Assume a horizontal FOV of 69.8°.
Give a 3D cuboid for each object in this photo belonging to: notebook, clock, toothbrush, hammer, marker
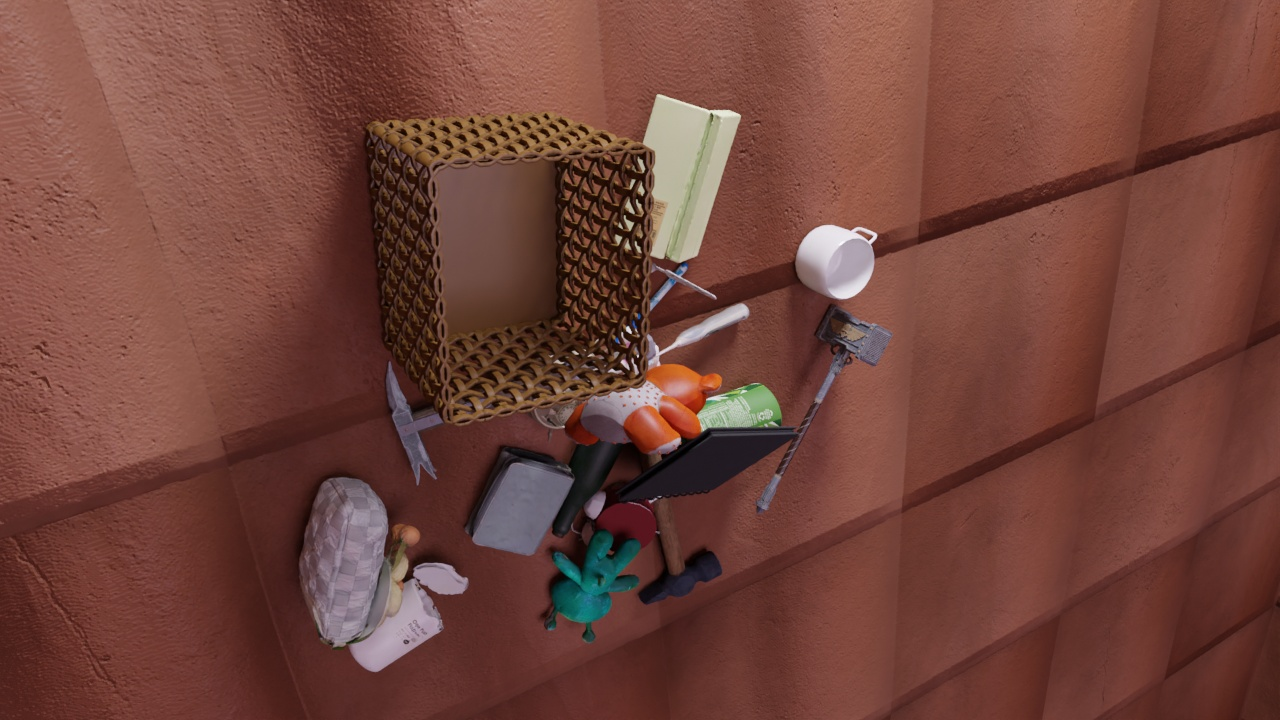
[{"bbox_3d":[0.089,0.135,1.197,0.170,0.019,0.231,-38,157,28],"label":"notebook"},{"bbox_3d":[-0.032,0.215,1.246,0.124,0.044,0.087,2,115,-6],"label":"clock"},{"bbox_3d":[0.072,-0.034,1.201,0.185,0.022,0.024,-27,93,-34],"label":"toothbrush"},{"bbox_3d":[0.246,0.082,1.334,0.044,0.098,0.322,21,99,-37],"label":"hammer"},{"bbox_3d":[0.014,-0.070,1.175,0.142,0.013,0.013,-49,127,-3],"label":"marker"},{"bbox_3d":[0.030,0.211,1.302,0.129,0.040,0.322,-23,121,-17],"label":"hammer"},{"bbox_3d":[-0.132,0.026,1.070,0.316,0.028,0.147,-18,110,-7],"label":"hammer"},{"bbox_3d":[0.040,-0.094,1.074,0.010,0.181,0.010,-30,119,-14],"label":"toothbrush"},{"bbox_3d":[-0.089,0.027,1.131,0.141,0.054,0.093,-46,126,-3],"label":"clock"}]

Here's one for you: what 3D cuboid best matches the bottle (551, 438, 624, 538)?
[{"bbox_3d":[-0.073,0.154,1.199,0.055,0.055,0.174,18,103,-36],"label":"bottle"}]

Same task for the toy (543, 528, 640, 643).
[{"bbox_3d":[-0.067,0.306,1.245,0.130,0.072,0.194,20,121,-14],"label":"toy"}]

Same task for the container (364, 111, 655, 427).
[{"bbox_3d":[-0.137,-0.107,0.938,0.219,0.214,0.252,-11,117,-27],"label":"container"}]

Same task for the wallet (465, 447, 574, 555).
[{"bbox_3d":[-0.154,0.180,1.163,0.100,0.054,0.132,22,101,-28],"label":"wallet"}]

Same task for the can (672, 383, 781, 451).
[{"bbox_3d":[0.115,0.089,1.266,0.143,0.083,0.083,-17,119,-25],"label":"can"}]

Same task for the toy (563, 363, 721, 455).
[{"bbox_3d":[0.011,0.060,1.104,0.172,0.164,0.093,-25,108,-43],"label":"toy"}]

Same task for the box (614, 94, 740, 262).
[{"bbox_3d":[0.051,-0.211,1.098,0.133,0.061,0.188,5,115,-31],"label":"box"}]

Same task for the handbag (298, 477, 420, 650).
[{"bbox_3d":[-0.319,0.222,1.043,0.123,0.112,0.172,4,108,-32],"label":"handbag"}]

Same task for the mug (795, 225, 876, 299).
[{"bbox_3d":[0.275,-0.143,1.267,0.115,0.068,0.094,-41,127,-9],"label":"mug"}]

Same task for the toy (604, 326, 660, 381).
[{"bbox_3d":[-0.007,0.007,1.180,0.076,0.037,0.125,-57,147,-3],"label":"toy"}]

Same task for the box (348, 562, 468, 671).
[{"bbox_3d":[-0.282,0.305,1.128,0.159,0.091,0.081,-30,121,-8],"label":"box"}]
